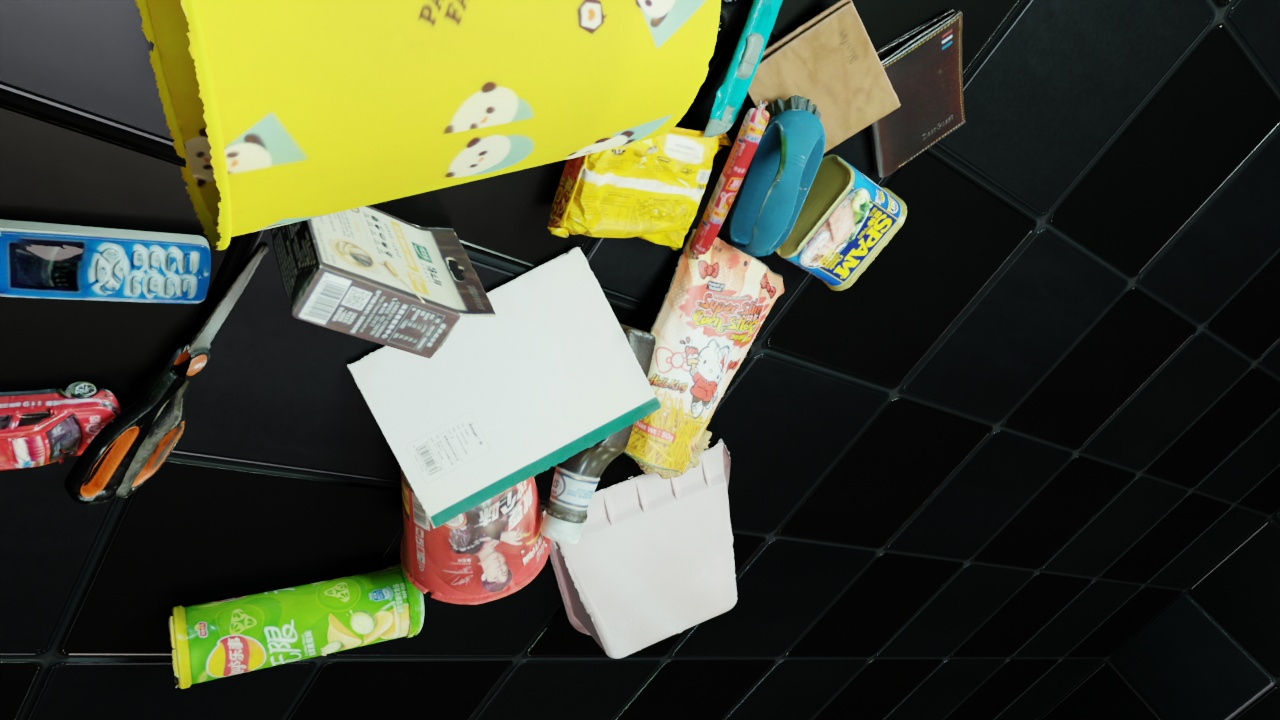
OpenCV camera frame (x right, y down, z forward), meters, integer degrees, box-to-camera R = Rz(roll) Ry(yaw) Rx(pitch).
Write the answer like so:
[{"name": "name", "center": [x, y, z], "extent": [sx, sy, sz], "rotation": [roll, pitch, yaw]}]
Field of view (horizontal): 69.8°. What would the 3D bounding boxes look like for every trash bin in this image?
[{"name": "trash bin", "center": [-0.114, -0.191, 0.474], "extent": [0.254, 0.229, 0.230], "rotation": [-15, 135, -28]}]

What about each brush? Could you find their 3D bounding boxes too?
[{"name": "brush", "center": [0.108, -0.138, 0.740], "extent": [0.055, 0.073, 0.144], "rotation": [11, 138, -5]}, {"name": "brush", "center": [-0.029, 0.063, 0.891], "extent": [0.254, 0.045, 0.083], "rotation": [20, 121, -37]}]

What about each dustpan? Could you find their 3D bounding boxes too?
[{"name": "dustpan", "center": [-0.002, 0.227, 1.078], "extent": [0.222, 0.139, 0.273], "rotation": [-16, 107, -16]}]

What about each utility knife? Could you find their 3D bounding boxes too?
[{"name": "utility knife", "center": [0.086, -0.243, 0.671], "extent": [0.029, 0.013, 0.171], "rotation": [4, 114, -43]}]

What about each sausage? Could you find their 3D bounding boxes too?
[{"name": "sausage", "center": [0.069, -0.139, 0.731], "extent": [0.020, 0.020, 0.156], "rotation": [-6, 141, -27]}]

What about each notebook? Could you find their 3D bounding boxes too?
[{"name": "notebook", "center": [-0.108, 0.021, 0.741], "extent": [0.209, 0.150, 0.012], "rotation": [-28, -179, -6]}]

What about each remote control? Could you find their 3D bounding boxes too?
[{"name": "remote control", "center": [-0.345, -0.063, 0.588], "extent": [0.124, 0.024, 0.049], "rotation": [1, 128, -33]}]

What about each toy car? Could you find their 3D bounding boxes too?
[{"name": "toy car", "center": [-0.425, 0.049, 0.630], "extent": [0.120, 0.045, 0.053], "rotation": [-7, 133, -29]}]

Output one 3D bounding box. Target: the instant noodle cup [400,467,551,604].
[{"name": "instant noodle cup", "center": [-0.149, 0.128, 0.811], "extent": [0.137, 0.138, 0.109], "rotation": [-14, 128, -20]}]

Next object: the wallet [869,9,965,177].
[{"name": "wallet", "center": [0.238, -0.228, 0.793], "extent": [0.096, 0.020, 0.122], "rotation": [-31, 140, -3]}]

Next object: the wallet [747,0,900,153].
[{"name": "wallet", "center": [0.143, -0.217, 0.732], "extent": [0.101, 0.020, 0.115], "rotation": [-31, 136, 16]}]

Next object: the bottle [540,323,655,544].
[{"name": "bottle", "center": [-0.044, 0.062, 0.798], "extent": [0.044, 0.080, 0.195], "rotation": [13, 95, -44]}]

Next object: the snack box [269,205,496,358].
[{"name": "snack box", "center": [-0.177, -0.063, 0.623], "extent": [0.125, 0.113, 0.053], "rotation": [22, 116, -42]}]

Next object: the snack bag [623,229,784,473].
[{"name": "snack bag", "center": [0.050, -0.004, 0.838], "extent": [0.128, 0.073, 0.208], "rotation": [21, 98, -41]}]

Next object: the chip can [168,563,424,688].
[{"name": "chip can", "center": [-0.315, 0.244, 0.856], "extent": [0.220, 0.072, 0.073], "rotation": [-6, 131, -28]}]

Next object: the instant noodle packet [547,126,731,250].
[{"name": "instant noodle packet", "center": [0.000, -0.140, 0.711], "extent": [0.128, 0.044, 0.111], "rotation": [2, 126, -36]}]

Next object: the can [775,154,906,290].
[{"name": "can", "center": [0.174, -0.123, 0.823], "extent": [0.083, 0.057, 0.102], "rotation": [21, 115, -40]}]

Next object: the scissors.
[{"name": "scissors", "center": [-0.329, 0.013, 0.641], "extent": [0.235, 0.022, 0.124], "rotation": [-56, 172, 28]}]
